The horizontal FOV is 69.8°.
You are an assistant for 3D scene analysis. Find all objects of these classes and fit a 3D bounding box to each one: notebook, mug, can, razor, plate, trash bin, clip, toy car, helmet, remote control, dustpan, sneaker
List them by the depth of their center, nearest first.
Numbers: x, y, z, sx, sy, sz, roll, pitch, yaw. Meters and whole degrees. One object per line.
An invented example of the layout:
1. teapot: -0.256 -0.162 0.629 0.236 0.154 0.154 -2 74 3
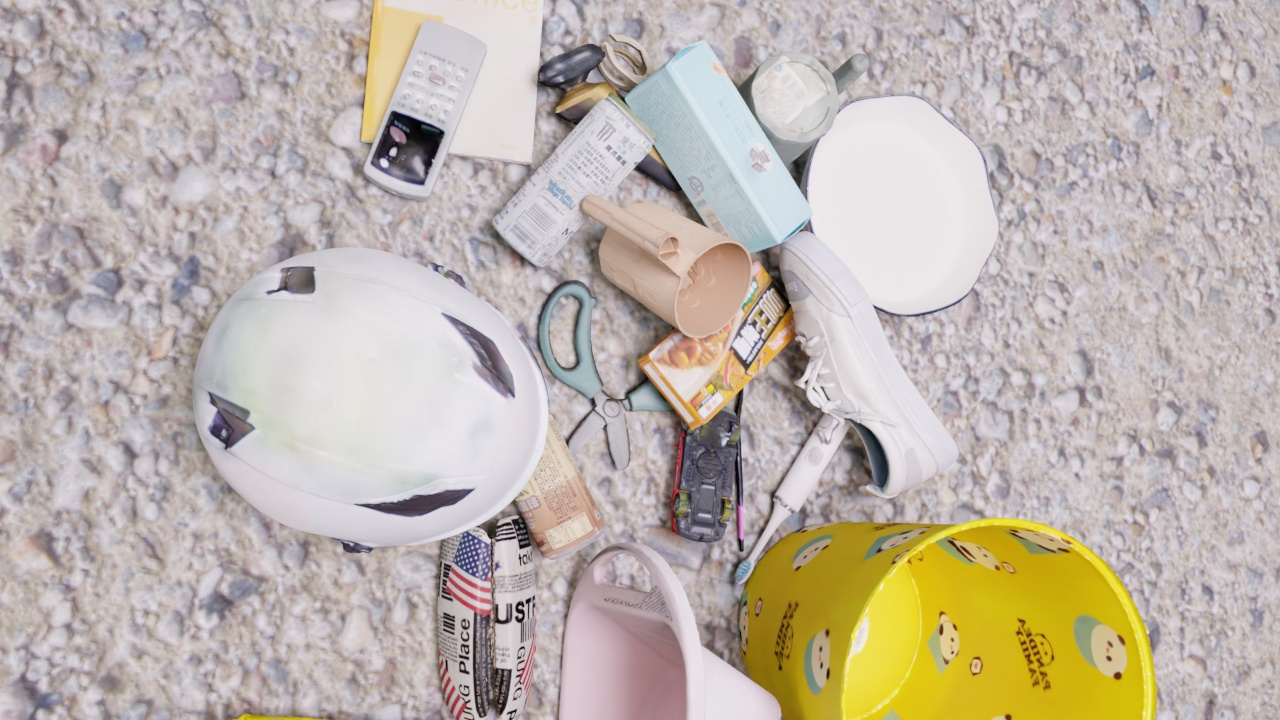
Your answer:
1. helmet: -0.201 0.022 0.660 0.259 0.146 0.229 21 82 6
2. dustpan: -0.019 0.286 0.676 0.139 0.223 0.272 36 65 -21
3. trash bin: 0.203 0.227 0.707 0.229 0.256 0.229 1 85 -14
4. mug: 0.016 -0.084 0.742 0.084 0.103 0.124 -56 140 1
5. can: -0.078 0.100 0.752 0.058 0.058 0.116 -26 92 -14
6. can: -0.055 -0.147 0.757 0.058 0.058 0.147 43 98 -7
7. remote control: -0.178 -0.208 0.763 0.058 0.021 0.150 20 81 -10
8. sneaker: 0.170 0.009 0.788 0.090 0.089 0.242 -32 91 -7
9. notebook: -0.157 -0.278 0.791 0.145 0.010 0.206 5 84 -12
10. toy car: 0.053 0.096 0.791 0.053 0.045 0.120 13 76 -14
11. razor: -0.014 -0.209 0.799 0.167 0.062 0.068 38 107 -13
12. mug: 0.133 -0.223 0.809 0.123 0.103 0.083 -32 93 -13
13. clip: 0.000 -0.246 0.817 0.099 0.034 0.066 41 76 -16
14. plate: 0.234 -0.140 0.848 0.204 0.046 0.205 1 86 -19

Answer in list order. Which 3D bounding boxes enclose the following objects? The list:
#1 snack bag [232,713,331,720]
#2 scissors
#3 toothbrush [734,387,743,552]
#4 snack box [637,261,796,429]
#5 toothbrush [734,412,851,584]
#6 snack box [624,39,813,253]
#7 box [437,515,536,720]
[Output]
1. snack bag: -0.208 0.353 0.679 0.246 0.068 0.158 9 97 -12
2. scissors: -0.005 0.005 0.800 0.181 0.019 0.170 -13 87 -15
3. toothbrush: 0.085 0.075 0.817 0.018 0.014 0.189 -1 86 -4
4. snack box: 0.073 -0.015 0.795 0.153 0.026 0.075 -41 94 -31
5. toothbrush: 0.144 0.105 0.822 0.027 0.026 0.220 29 77 25
6. snack box: 0.065 -0.172 0.769 0.051 0.074 0.175 -42 104 -26
7. box: -0.131 0.206 0.735 0.087 0.076 0.163 0 88 7
